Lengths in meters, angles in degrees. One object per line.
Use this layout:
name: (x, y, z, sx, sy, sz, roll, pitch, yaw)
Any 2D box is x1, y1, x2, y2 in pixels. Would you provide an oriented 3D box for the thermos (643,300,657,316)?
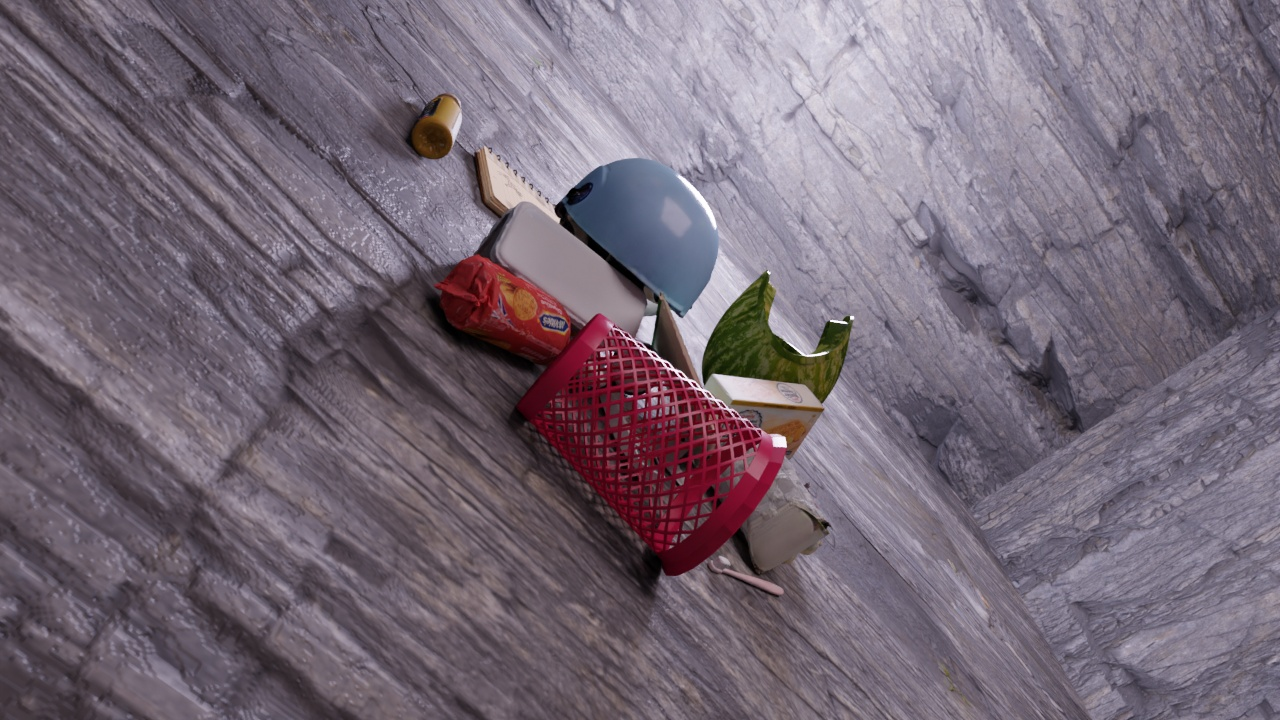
thermos: (-0.018, -0.100, 1.419, 0.068, 0.068, 0.229, 54, 15, 9)

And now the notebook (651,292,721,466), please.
notebook: (0.052, 0.033, 1.150, 0.253, 0.010, 0.182, 98, -28, -77)

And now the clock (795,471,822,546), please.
clock: (0.211, 0.201, 1.351, 0.117, 0.081, 0.158, 35, 23, -44)

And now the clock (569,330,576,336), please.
clock: (-0.069, -0.055, 1.196, 0.118, 0.057, 0.083, 30, 25, -50)

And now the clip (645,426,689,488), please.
clip: (0.034, 0.116, 1.172, 0.101, 0.038, 0.054, 53, 40, 4)

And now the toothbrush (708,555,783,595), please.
toothbrush: (0.135, 0.265, 1.119, 0.181, 0.018, 0.015, 34, 24, -48)

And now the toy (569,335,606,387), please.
toy: (-0.068, 0.002, 1.106, 0.076, 0.037, 0.125, 44, 7, 2)

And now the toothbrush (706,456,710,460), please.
toothbrush: (0.125, 0.149, 1.348, 0.021, 0.017, 0.135, 60, 18, 22)

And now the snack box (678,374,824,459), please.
snack box: (0.162, 0.084, 1.321, 0.207, 0.104, 0.057, 7, 33, -41)

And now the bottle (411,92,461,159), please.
bottle: (-0.272, -0.324, 1.244, 0.053, 0.053, 0.186, 44, 17, -24)

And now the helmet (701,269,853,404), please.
helmet: (0.211, 0.006, 1.503, 0.213, 0.248, 0.242, 27, 54, -3)

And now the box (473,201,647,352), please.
box: (-0.099, -0.092, 1.099, 0.216, 0.110, 0.107, 39, 62, -26)

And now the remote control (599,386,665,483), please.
remote control: (-0.014, 0.088, 1.088, 0.049, 0.024, 0.143, 38, 19, -40)

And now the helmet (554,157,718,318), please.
helmet: (0.006, -0.171, 1.203, 0.225, 0.167, 0.265, 38, 10, -21)

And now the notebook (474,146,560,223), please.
notebook: (-0.156, -0.216, 1.377, 0.225, 0.024, 0.167, 39, 21, -37)

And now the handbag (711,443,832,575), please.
handbag: (0.168, 0.186, 1.224, 0.171, 0.112, 0.123, 60, 9, 29)

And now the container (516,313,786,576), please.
container: (0.001, 0.073, 0.924, 0.226, 0.183, 0.183, 41, 17, -6)

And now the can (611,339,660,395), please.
can: (-0.007, 0.007, 1.189, 0.064, 0.064, 0.127, 50, 4, -4)

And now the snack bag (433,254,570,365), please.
snack bag: (-0.137, -0.051, 0.966, 0.176, 0.082, 0.082, 28, 28, -56)
